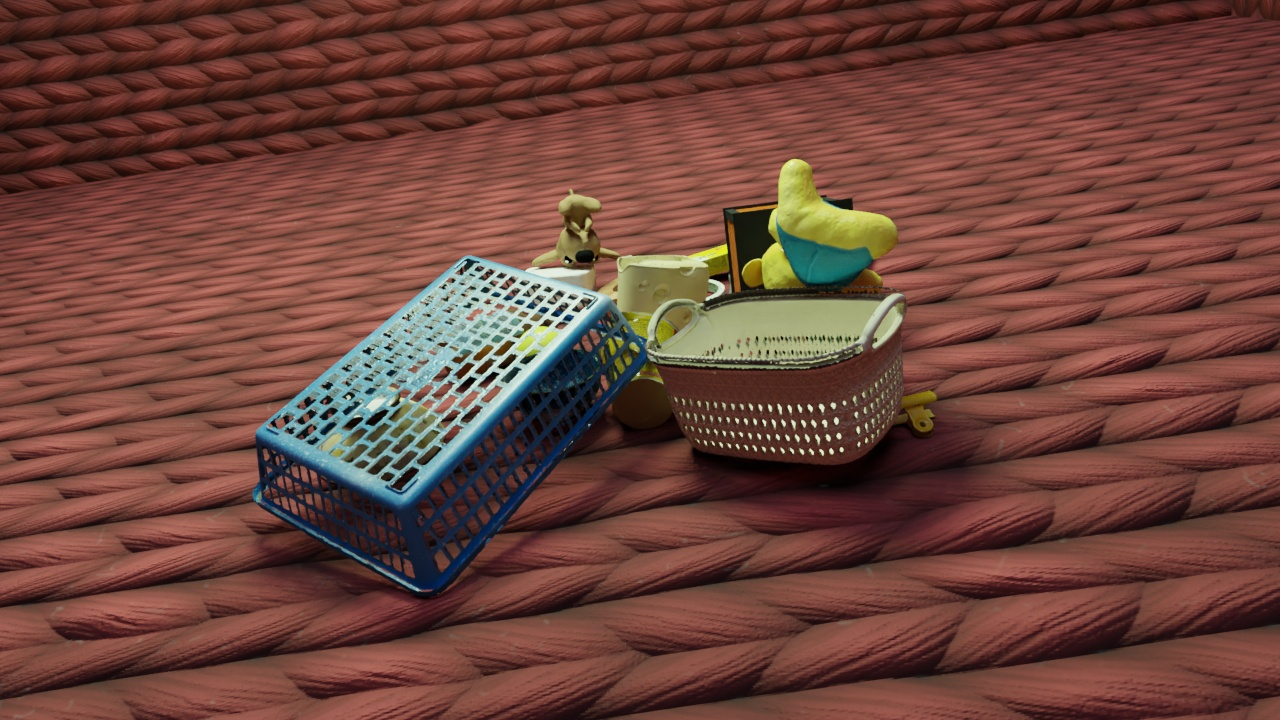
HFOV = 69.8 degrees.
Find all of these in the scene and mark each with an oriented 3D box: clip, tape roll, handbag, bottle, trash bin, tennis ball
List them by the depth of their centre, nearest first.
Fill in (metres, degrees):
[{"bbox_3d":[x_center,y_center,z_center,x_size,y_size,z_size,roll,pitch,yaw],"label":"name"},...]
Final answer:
[{"bbox_3d":[0.277,0.057,0.926,0.054,0.046,0.048,-11,-10,-8],"label":"clip"},{"bbox_3d":[-0.122,-0.010,1.138,0.065,0.065,0.065,-7,25,3],"label":"tennis ball"},{"bbox_3d":[0.022,-0.067,1.143,0.111,0.119,0.081,-4,21,-28],"label":"handbag"},{"bbox_3d":[0.187,-0.130,1.167,0.140,0.140,0.171,-7,11,3],"label":"trash bin"},{"bbox_3d":[-0.180,-0.030,1.197,0.156,0.068,0.068,-23,29,-29],"label":"bottle"},{"bbox_3d":[0.075,-0.092,1.312,0.094,0.018,0.093,-7,25,3],"label":"tape roll"},{"bbox_3d":[-0.015,-0.096,1.314,0.094,0.027,0.093,-18,23,8],"label":"tape roll"}]

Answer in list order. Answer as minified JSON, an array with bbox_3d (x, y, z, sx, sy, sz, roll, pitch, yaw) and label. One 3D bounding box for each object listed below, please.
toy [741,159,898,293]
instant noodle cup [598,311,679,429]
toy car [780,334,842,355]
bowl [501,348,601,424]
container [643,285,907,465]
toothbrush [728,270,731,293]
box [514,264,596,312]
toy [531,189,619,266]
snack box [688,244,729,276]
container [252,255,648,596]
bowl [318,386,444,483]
[{"bbox_3d":[0.188,-0.102,0.990,0.149,0.214,0.083,35,68,13],"label":"toy"},{"bbox_3d":[0.003,0.018,1.023,0.100,0.100,0.112,-7,34,2],"label":"instant noodle cup"},{"bbox_3d":[0.204,-0.025,1.106,0.048,0.040,0.113,-8,7,-15],"label":"toy car"},{"bbox_3d":[-0.096,0.036,1.038,0.114,0.061,0.114,-8,23,3],"label":"bowl"},{"bbox_3d":[0.138,0.008,0.902,0.252,0.143,0.184,2,27,38],"label":"container"},{"bbox_3d":[0.131,-0.106,1.330,0.013,0.013,0.167,4,26,7],"label":"toothbrush"},{"bbox_3d":[-0.121,-0.089,1.348,0.107,0.095,0.102,0,13,9],"label":"box"},{"bbox_3d":[-0.092,-0.187,1.343,0.134,0.108,0.105,-7,30,-14],"label":"toy"},{"bbox_3d":[0.102,-0.146,1.382,0.148,0.029,0.040,-18,24,0],"label":"snack box"},{"bbox_3d":[-0.188,0.031,0.910,0.257,0.089,0.361,18,49,29],"label":"container"},{"bbox_3d":[-0.294,0.073,1.017,0.145,0.063,0.145,-7,27,3],"label":"bowl"}]
